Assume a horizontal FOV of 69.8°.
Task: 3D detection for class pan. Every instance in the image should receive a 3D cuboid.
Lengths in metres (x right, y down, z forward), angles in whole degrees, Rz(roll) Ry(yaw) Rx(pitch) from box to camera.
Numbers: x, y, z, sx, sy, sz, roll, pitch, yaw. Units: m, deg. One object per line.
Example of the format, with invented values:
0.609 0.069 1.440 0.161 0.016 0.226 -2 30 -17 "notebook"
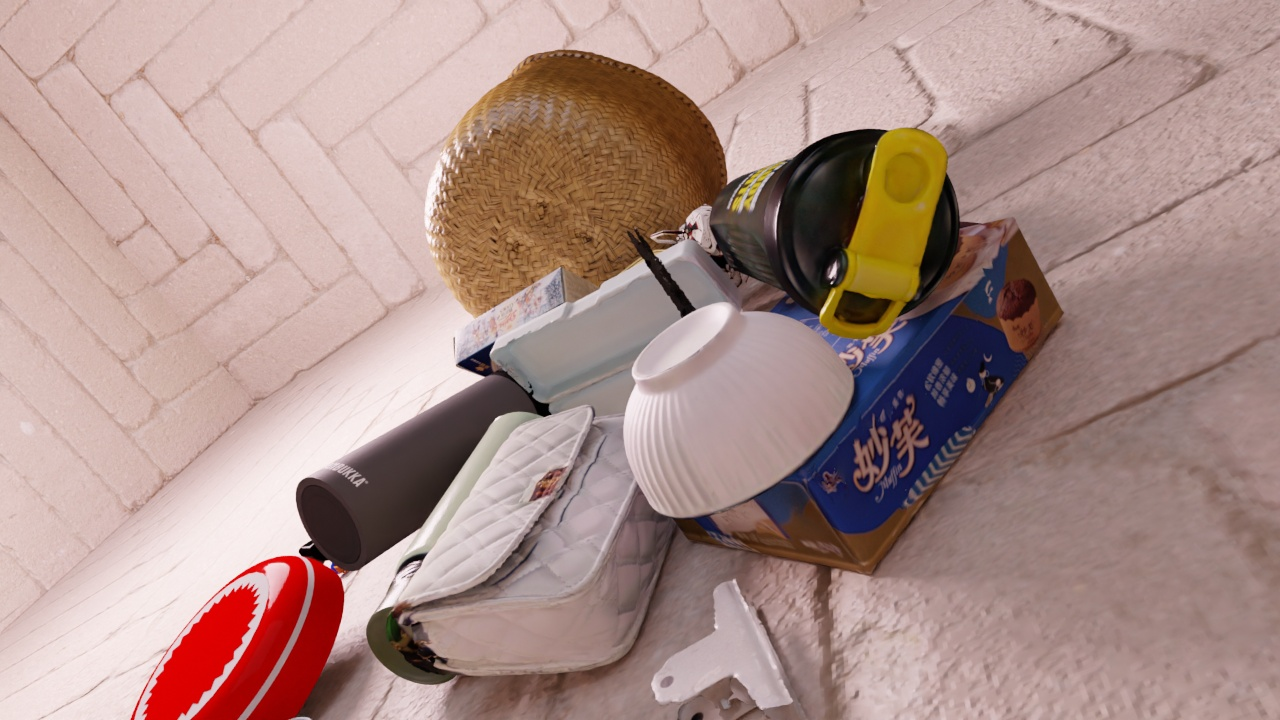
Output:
-0.293 0.193 0.764 0.209 0.067 0.355 -14 40 44 "pan"

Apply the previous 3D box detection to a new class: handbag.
-0.056 0.100 0.563 0.139 0.072 0.194 -10 25 20 "handbag"

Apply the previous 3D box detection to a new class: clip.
0.032 0.134 0.406 0.058 0.050 0.101 -23 15 -1 "clip"

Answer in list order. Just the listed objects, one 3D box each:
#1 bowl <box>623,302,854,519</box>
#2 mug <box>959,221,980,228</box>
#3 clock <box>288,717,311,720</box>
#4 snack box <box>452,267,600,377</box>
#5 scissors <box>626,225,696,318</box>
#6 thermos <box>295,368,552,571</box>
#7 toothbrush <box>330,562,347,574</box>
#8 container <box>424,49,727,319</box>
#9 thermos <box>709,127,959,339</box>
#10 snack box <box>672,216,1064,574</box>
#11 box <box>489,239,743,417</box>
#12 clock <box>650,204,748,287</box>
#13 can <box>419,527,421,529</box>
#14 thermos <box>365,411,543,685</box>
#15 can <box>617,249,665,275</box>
0.036 0.014 0.443 0.118 0.062 0.118 -32 18 11 "bowl"
0.196 -0.091 0.668 0.105 0.073 0.082 -7 16 -4 "mug"
-0.261 0.286 0.562 0.123 0.045 0.158 -20 24 41 "clock"
-0.080 -0.019 0.892 0.145 0.144 0.042 -28 57 29 "snack box"
0.037 -0.008 0.578 0.013 0.171 0.121 -15 53 49 "scissors"
-0.168 0.081 0.788 0.082 0.082 0.239 -20 9 42 "thermos"
-0.336 0.249 0.870 0.018 0.016 0.182 -12 28 43 "toothbrush"
-0.067 -0.157 0.980 0.308 0.307 0.196 -29 22 23 "container"
0.098 -0.075 0.521 0.098 0.098 0.221 -36 13 -3 "thermos"
0.113 0.015 0.519 0.202 0.069 0.155 -45 18 -26 "snack box"
-0.003 0.001 0.677 0.198 0.134 0.040 -24 30 35 "box"
0.085 -0.100 0.818 0.154 0.065 0.115 1 0 -4 "clock"
-0.190 0.114 0.883 0.054 0.054 0.096 -23 20 36 "can"
-0.113 0.127 0.660 0.082 0.082 0.230 -28 17 25 "thermos"
0.031 -0.044 0.809 0.056 0.092 0.116 -39 16 -10 "can"
